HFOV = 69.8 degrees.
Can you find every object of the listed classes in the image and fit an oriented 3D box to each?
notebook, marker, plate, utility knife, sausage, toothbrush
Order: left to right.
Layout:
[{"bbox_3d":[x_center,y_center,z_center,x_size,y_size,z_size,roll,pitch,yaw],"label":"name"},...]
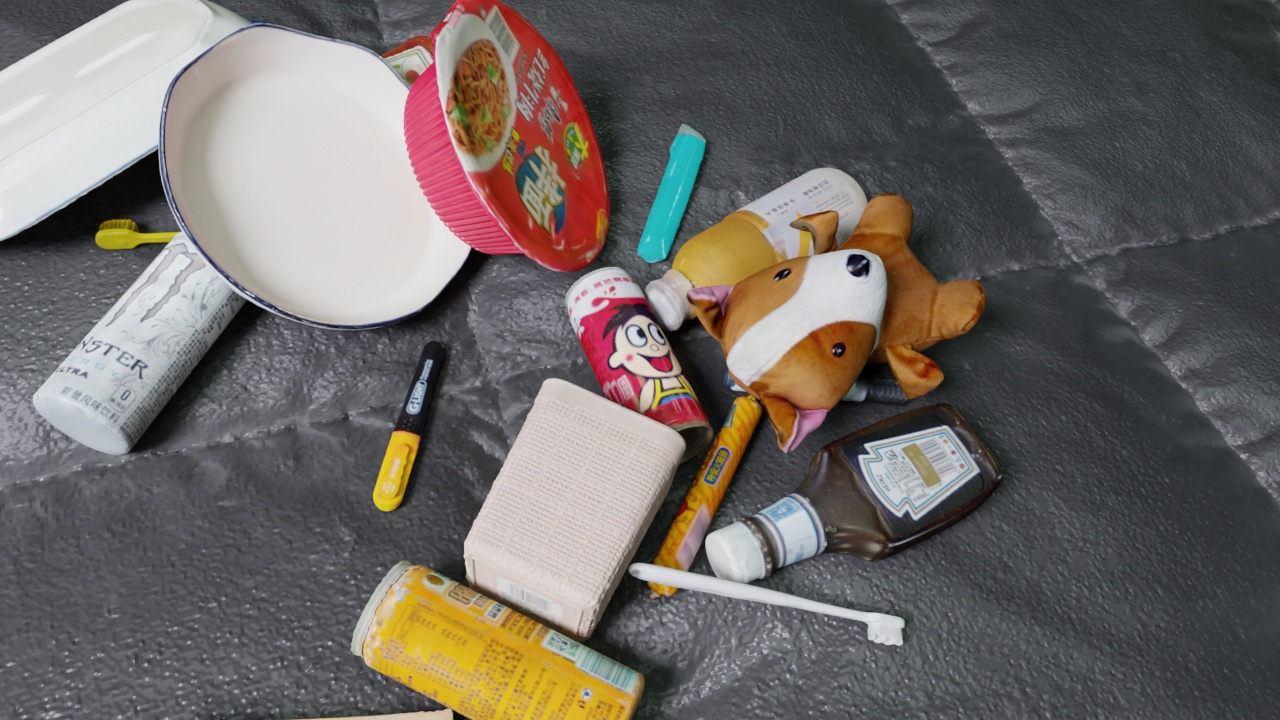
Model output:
[{"bbox_3d":[-0.386,-0.177,0.626,0.265,0.034,0.162,-41,55,-19],"label":"plate"},{"bbox_3d":[-0.275,-0.091,0.642,0.190,0.016,0.016,-4,51,-13],"label":"toothbrush"},{"bbox_3d":[-0.157,0.267,0.405,0.149,0.012,0.211,5,55,-20],"label":"notebook"},{"bbox_3d":[-0.209,-0.114,0.601,0.204,0.046,0.204,14,67,-36],"label":"plate"},{"bbox_3d":[-0.144,0.037,0.579,0.018,0.015,0.123,14,53,-6],"label":"marker"},{"bbox_3d":[0.026,-0.134,0.729,0.029,0.013,0.150,16,57,4],"label":"utility knife"},{"bbox_3d":[0.043,0.081,0.579,0.021,0.021,0.164,26,55,8],"label":"sausage"},{"bbox_3d":[0.075,0.139,0.524,0.180,0.016,0.016,17,60,-18],"label":"toothbrush"},{"bbox_3d":[0.122,0.017,0.640,0.130,0.018,0.022,7,35,-6],"label":"marker"}]

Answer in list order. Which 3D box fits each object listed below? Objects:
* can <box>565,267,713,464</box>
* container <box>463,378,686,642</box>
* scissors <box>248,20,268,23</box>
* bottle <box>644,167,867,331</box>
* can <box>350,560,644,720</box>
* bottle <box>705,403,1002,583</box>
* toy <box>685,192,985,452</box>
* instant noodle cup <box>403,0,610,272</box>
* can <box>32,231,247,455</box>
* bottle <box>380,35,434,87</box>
[{"bbox_3d":[-0.004,0.004,0.603,0.053,0.053,0.132,-15,60,-20],"label":"can"},{"bbox_3d":[-0.041,0.088,0.521,0.090,0.090,0.110,24,59,6],"label":"container"},{"bbox_3d":[-0.263,-0.229,0.740,0.174,0.012,0.124,36,56,13],"label":"scissors"},{"bbox_3d":[0.085,-0.079,0.667,0.189,0.068,0.068,-31,67,-27],"label":"bottle"},{"bbox_3d":[-0.073,0.161,0.481,0.146,0.058,0.058,25,55,7],"label":"can"},{"bbox_3d":[0.132,0.090,0.577,0.194,0.044,0.080,-19,61,-21],"label":"bottle"},{"bbox_3d":[0.131,-0.031,0.599,0.199,0.131,0.140,-23,66,-28],"label":"toy"},{"bbox_3d":[-0.097,-0.146,0.636,0.066,0.194,0.193,-14,50,26],"label":"instant noodle cup"},{"bbox_3d":[-0.296,-0.016,0.561,0.058,0.058,0.146,20,55,4],"label":"can"},{"bbox_3d":[-0.227,-0.172,0.680,0.205,0.060,0.060,-40,70,-23],"label":"bottle"}]
